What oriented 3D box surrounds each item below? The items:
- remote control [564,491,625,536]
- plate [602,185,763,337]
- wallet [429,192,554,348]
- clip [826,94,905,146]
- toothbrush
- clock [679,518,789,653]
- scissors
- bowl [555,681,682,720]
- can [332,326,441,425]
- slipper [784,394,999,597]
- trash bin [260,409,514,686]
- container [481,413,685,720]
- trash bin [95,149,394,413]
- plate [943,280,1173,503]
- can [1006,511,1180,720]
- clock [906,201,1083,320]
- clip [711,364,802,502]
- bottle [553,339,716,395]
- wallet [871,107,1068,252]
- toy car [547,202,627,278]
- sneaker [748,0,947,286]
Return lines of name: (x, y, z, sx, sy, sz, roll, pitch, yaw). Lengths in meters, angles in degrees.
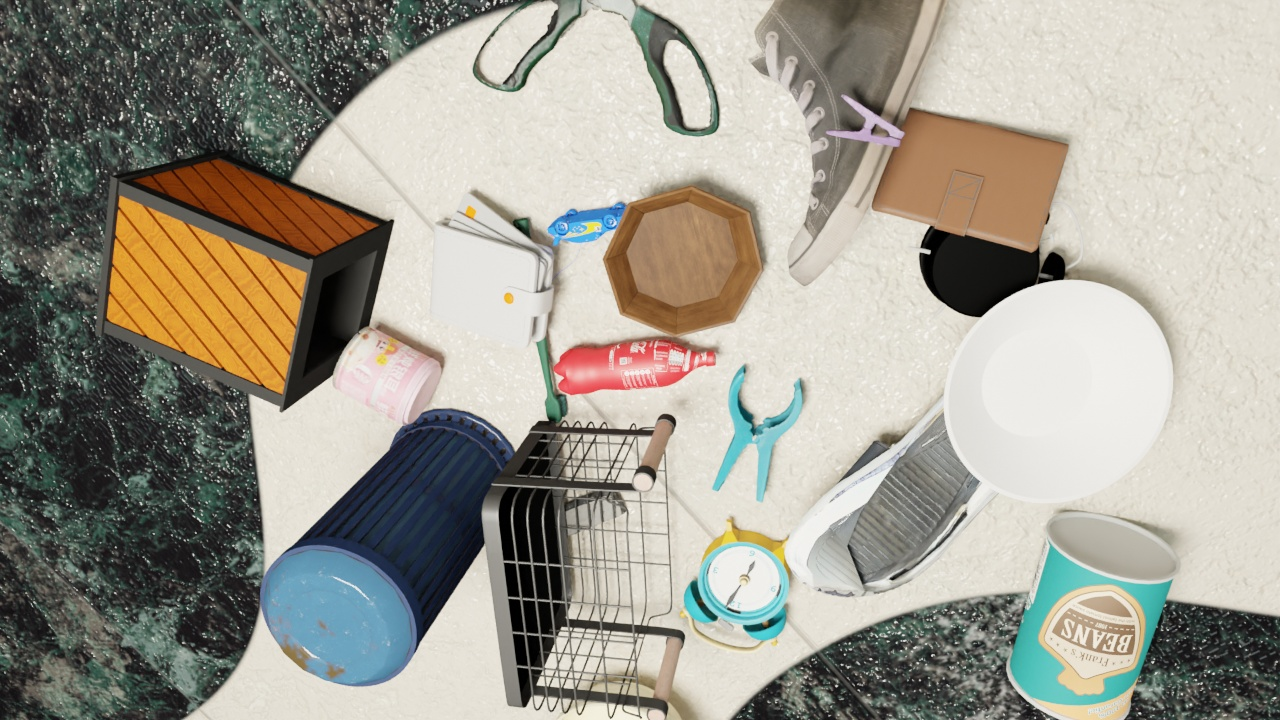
remote control: (-0.077, 0.158, 0.894, 0.137, 0.013, 0.033, -25, 104, 21)
plate: (0.034, -0.083, 0.756, 0.131, 0.025, 0.131, 0, 117, 0)
wallet: (-0.128, -0.080, 0.789, 0.118, 0.037, 0.115, 18, 115, 22)
clip: (0.155, -0.160, 0.622, 0.050, 0.013, 0.029, 20, 110, 4)
toothbrush: (-0.089, -0.033, 0.820, 0.016, 0.017, 0.190, 3, 111, 30)
clock: (0.094, 0.217, 0.865, 0.099, 0.043, 0.130, 16, 106, 6)
scissors: (-0.038, -0.246, 0.726, 0.206, 0.015, 0.202, -22, 106, 21)
bowl: (-0.015, 0.385, 0.935, 0.151, 0.075, 0.151, 5, 112, 11)
can: (-0.231, 0.015, 0.842, 0.076, 0.067, 0.067, 28, 114, 1)
slipper: (0.236, 0.100, 0.778, 0.111, 0.063, 0.264, 41, 102, -9)
trash bin: (-0.206, 0.155, 0.791, 0.139, 0.249, 0.139, 4, 112, 11)
container: (-0.037, 0.175, 0.793, 0.130, 0.162, 0.242, 2, 112, 12)
trash bin: (-0.336, -0.074, 0.790, 0.172, 0.139, 0.140, 22, 114, 3)
plate: (0.315, 0.022, 0.711, 0.174, 0.036, 0.174, 0, 103, -1)
can: (0.375, 0.215, 0.769, 0.099, 0.099, 0.144, 8, 112, 9)
clock: (0.275, -0.081, 0.706, 0.121, 0.042, 0.091, -18, 106, 18)
clip: (0.120, 0.066, 0.809, 0.120, 0.030, 0.130, -3, 110, 9)
bottle: (-0.005, 0.005, 0.802, 0.142, 0.041, 0.042, -5, 110, 14)
wallet: (0.243, -0.135, 0.679, 0.121, 0.013, 0.087, 19, 83, 16)
toy car: (-0.045, -0.096, 0.778, 0.092, 0.033, 0.062, -4, 117, 18)
sneaker: (0.129, -0.176, 0.676, 0.120, 0.095, 0.235, 19, 116, 7)
